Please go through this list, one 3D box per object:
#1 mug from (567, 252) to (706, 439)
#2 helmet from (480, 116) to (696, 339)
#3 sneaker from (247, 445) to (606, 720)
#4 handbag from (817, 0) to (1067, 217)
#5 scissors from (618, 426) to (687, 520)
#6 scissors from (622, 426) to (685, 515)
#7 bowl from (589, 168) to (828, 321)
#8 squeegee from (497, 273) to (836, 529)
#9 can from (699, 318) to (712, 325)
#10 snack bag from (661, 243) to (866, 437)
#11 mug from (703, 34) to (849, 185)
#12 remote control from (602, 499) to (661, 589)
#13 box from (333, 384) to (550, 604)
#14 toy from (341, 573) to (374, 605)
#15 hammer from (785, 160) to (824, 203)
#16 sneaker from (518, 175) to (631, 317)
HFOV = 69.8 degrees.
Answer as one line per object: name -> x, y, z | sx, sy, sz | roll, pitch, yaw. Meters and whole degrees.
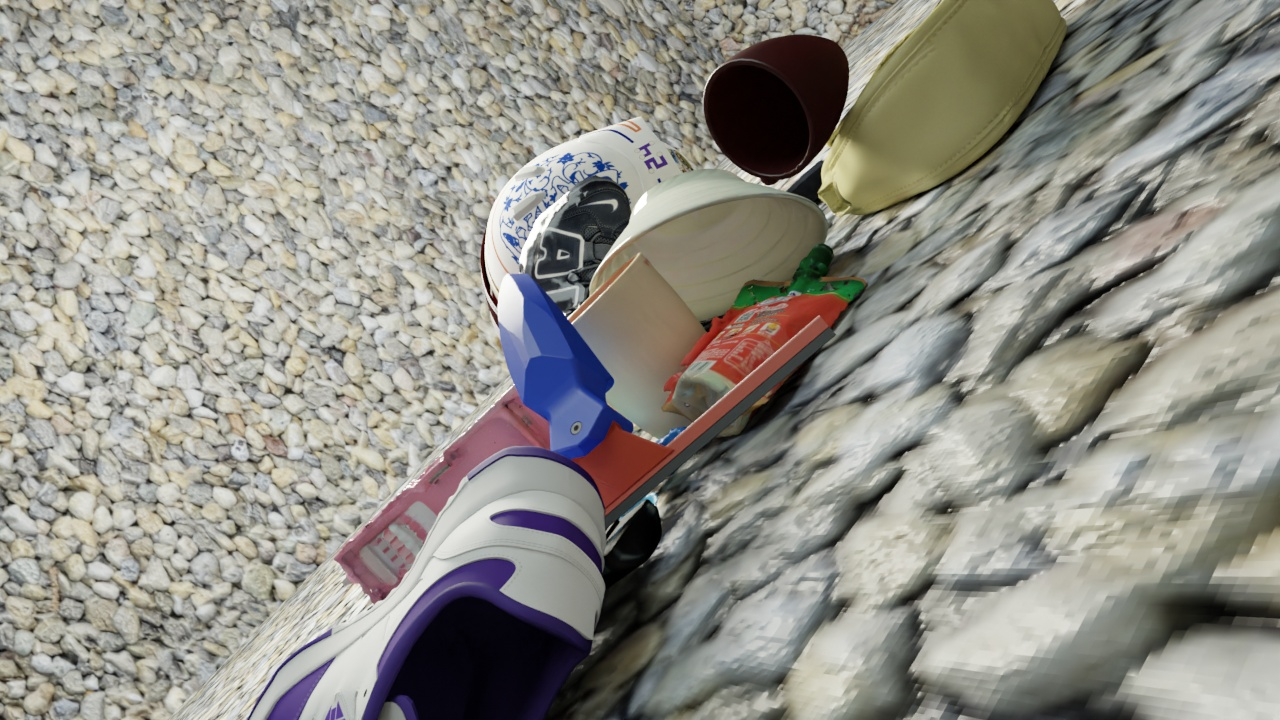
mug -> -0.004, 0.003, 0.597 | 0.112, 0.104, 0.085 | -37, 10, 45
helmet -> -0.065, -0.131, 1.062 | 0.315, 0.231, 0.236 | -35, -19, 8
sneaker -> -0.098, 0.155, 0.398 | 0.244, 0.092, 0.111 | -50, 22, 14
handbag -> 0.215, -0.207, 0.666 | 0.232, 0.088, 0.191 | -49, 6, -28
scissors -> -0.006, 0.083, 0.540 | 0.115, 0.014, 0.131 | -53, 7, -31
scissors -> 0.001, 0.056, 0.532 | 0.061, 0.023, 0.126 | -48, 4, -1
bowl -> 0.042, -0.090, 0.663 | 0.176, 0.057, 0.177 | -14, -22, -6
squeegee -> -0.044, 0.007, 0.499 | 0.250, 0.055, 0.184 | -41, 43, 10
can -> 0.054, -0.077, 0.804 | 0.080, 0.080, 0.146 | -48, 8, -28
snack bag -> 0.075, -0.022, 0.539 | 0.087, 0.044, 0.154 | 0, 39, 42
mug -> 0.103, -0.174, 0.633 | 0.088, 0.087, 0.114 | -45, -27, -31
remote control -> -0.038, 0.119, 0.478 | 0.141, 0.021, 0.045 | -43, 3, 42
box -> -0.144, 0.125, 0.715 | 0.233, 0.099, 0.112 | -41, 4, 9
toy -> -0.213, 0.176, 0.899 | 0.157, 0.067, 0.123 | -40, 6, -2
hammer -> 0.076, -0.087, 0.929 | 0.313, 0.035, 0.139 | -42, 6, 11
sneaker -> -0.044, -0.041, 0.801 | 0.151, 0.097, 0.252 | 12, 94, 64
